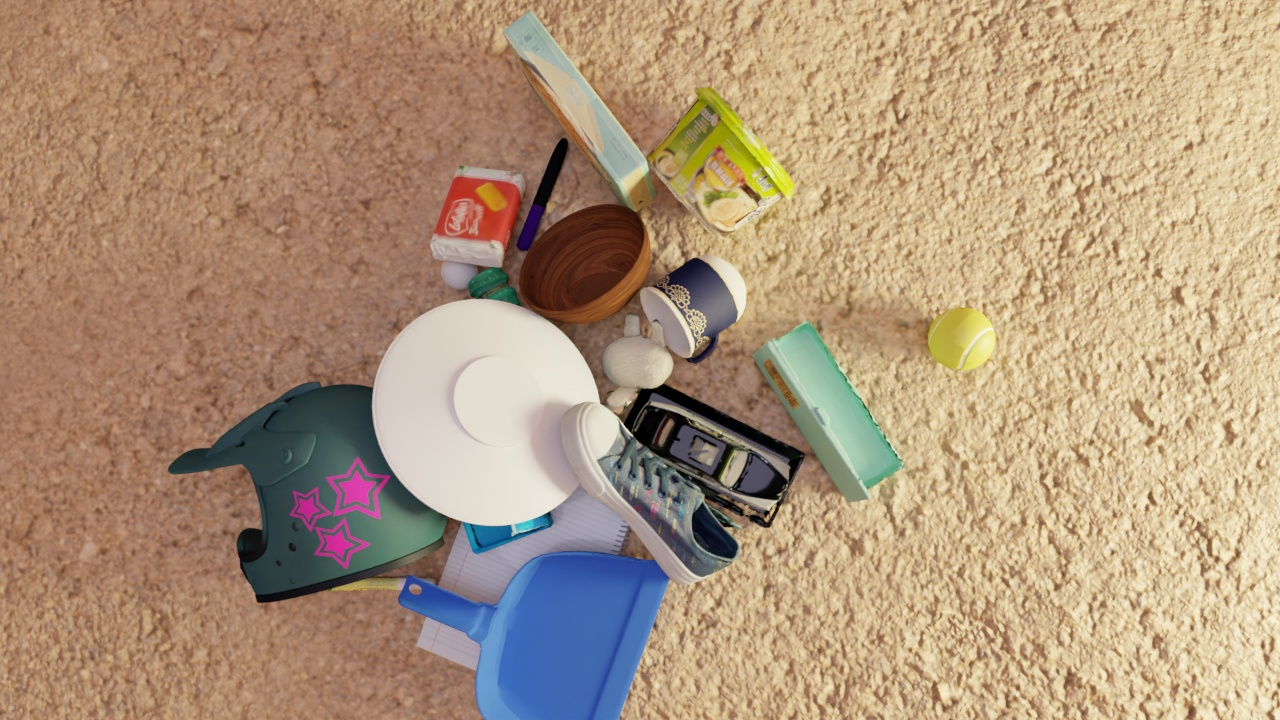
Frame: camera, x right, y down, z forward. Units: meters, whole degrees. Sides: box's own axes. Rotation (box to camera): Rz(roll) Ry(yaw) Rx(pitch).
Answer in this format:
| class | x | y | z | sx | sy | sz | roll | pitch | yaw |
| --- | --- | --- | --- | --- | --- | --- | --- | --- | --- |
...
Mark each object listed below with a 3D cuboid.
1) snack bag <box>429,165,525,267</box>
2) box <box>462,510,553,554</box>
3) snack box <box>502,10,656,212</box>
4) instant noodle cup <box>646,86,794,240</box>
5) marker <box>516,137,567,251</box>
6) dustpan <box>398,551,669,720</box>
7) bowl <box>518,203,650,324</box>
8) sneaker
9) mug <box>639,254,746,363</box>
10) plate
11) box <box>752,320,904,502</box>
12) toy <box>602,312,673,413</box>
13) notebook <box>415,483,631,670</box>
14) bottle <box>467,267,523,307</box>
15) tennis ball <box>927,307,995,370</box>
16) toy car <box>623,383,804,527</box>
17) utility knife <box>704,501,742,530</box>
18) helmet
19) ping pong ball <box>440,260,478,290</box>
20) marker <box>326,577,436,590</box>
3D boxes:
| class | x | y | z | sx | sy | sz | roll | pitch | yaw |
| --- | --- | --- | --- | --- | --- | --- | --- | --- | --- |
| snack bag | -0.173 | -0.156 | 0.987 | 0.077 | 0.036 | 0.115 | 8 | 59 | 5 |
| box | -0.179 | 0.073 | 0.951 | 0.094 | 0.115 | 0.243 | -22 | 82 | 5 |
| snack box | -0.058 | -0.251 | 0.953 | 0.044 | 0.141 | 0.193 | -38 | 84 | 1 |
| instant noodle cup | 0.078 | -0.197 | 0.944 | 0.098 | 0.146 | 0.146 | -41 | 84 | 12 |
| marker | -0.107 | -0.184 | 1.015 | 0.015 | 0.018 | 0.134 | 22 | 88 | -37 |
| dustpan | -0.128 | 0.281 | 0.958 | 0.258 | 0.059 | 0.245 | 20 | 88 | 10 |
| bowl | -0.048 | -0.088 | 0.970 | 0.147 | 0.069 | 0.147 | -16 | 48 | 19 |
| sneaker | 0.016 | 0.126 | 0.912 | 0.079 | 0.087 | 0.235 | -24 | 114 | 35 |
| mug | 0.065 | -0.053 | 0.966 | 0.089 | 0.086 | 0.112 | -35 | 129 | -15 |
| plate | -0.140 | 0.043 | 0.888 | 0.229 | 0.030 | 0.229 | 8 | 69 | -22 |
| box | 0.194 | 0.051 | 0.939 | 0.077 | 0.093 | 0.188 | -32 | 84 | 3 |
| toy | -0.006 | 0.006 | 0.971 | 0.087 | 0.050 | 0.112 | 8 | 84 | 40 |
| notebook | -0.119 | 0.226 | 0.995 | 0.178 | 0.013 | 0.245 | 20 | 88 | 7 |
| bottle | -0.114 | -0.003 | 0.980 | 0.068 | 0.068 | 0.209 | -32 | 84 | 2 |
| tennis ball | 0.330 | -0.022 | 0.945 | 0.065 | 0.065 | 0.065 | 0 | 86 | 5 |
| toy car | 0.070 | 0.097 | 0.959 | 0.192 | 0.071 | 0.094 | 27 | 90 | 5 |
| utility knife | 0.031 | 0.140 | 0.979 | 0.172 | 0.029 | 0.020 | 27 | 67 | 5 |
| helmet | -0.332 | 0.125 | 0.943 | 0.275 | 0.176 | 0.200 | -17 | 90 | 17 |
| ping pong ball | -0.198 | -0.097 | 1.006 | 0.040 | 0.040 | 0.040 | 0 | 86 | 5 |
| marker | -0.290 | 0.245 | 1.006 | 0.132 | 0.014 | 0.014 | -2 | 86 | 5 |
